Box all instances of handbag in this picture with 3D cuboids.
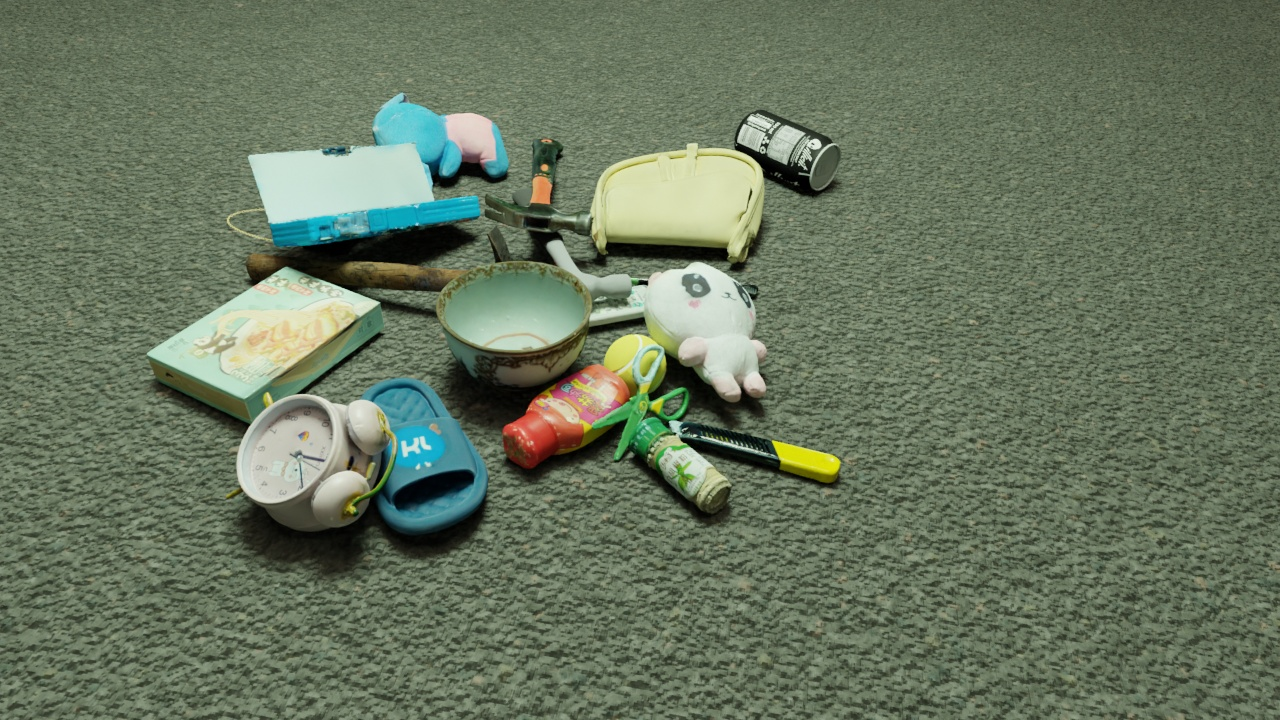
[{"bbox_3d":[0.049,-0.204,1.206,0.233,0.089,0.190,2,42,-2],"label":"handbag"},{"bbox_3d":[-0.448,-0.176,1.182,0.178,0.027,0.083,9,40,10],"label":"handbag"}]

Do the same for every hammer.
[{"bbox_3d":[-0.116,-0.152,1.149,0.125,0.030,0.310,-5,33,-19],"label":"hammer"},{"bbox_3d":[-0.303,-0.105,1.053,0.330,0.120,0.033,5,32,12],"label":"hammer"},{"bbox_3d":[-0.134,-0.247,1.254,0.133,0.033,0.332,3,29,-5],"label":"hammer"}]

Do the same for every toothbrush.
[{"bbox_3d":[0.050,-0.091,1.122,0.188,0.014,0.017,4,47,1],"label":"toothbrush"}]

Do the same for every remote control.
[{"bbox_3d":[-0.044,-0.058,1.067,0.133,0.022,0.050,-11,42,-17],"label":"remote control"}]

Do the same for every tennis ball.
[{"bbox_3d":[-0.006,0.006,0.957,0.065,0.065,0.065,2,39,-2],"label":"tennis ball"}]

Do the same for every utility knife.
[{"bbox_3d":[0.109,0.086,0.903,0.174,0.020,0.028,15,40,12],"label":"utility knife"}]

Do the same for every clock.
[{"bbox_3d":[-0.276,0.087,0.795,0.158,0.059,0.116,5,66,24],"label":"clock"}]

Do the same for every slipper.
[{"bbox_3d":[-0.207,0.078,0.860,0.103,0.059,0.213,-12,40,-21],"label":"slipper"}]

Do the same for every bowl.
[{"bbox_3d":[-0.129,-0.023,0.960,0.160,0.094,0.159,2,39,-2],"label":"bowl"}]

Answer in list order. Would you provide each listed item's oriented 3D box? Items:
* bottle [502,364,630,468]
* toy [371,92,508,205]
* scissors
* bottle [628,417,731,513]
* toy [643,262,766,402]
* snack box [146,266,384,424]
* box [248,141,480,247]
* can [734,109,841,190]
[{"bbox_3d":[-0.075,0.057,0.903,0.071,0.049,0.133,33,48,29],"label":"bottle"},{"bbox_3d":[-0.283,-0.304,1.307,0.191,0.099,0.223,-1,45,-23],"label":"toy"},{"bbox_3d":[-0.003,0.037,0.908,0.130,0.112,0.012,-21,12,-37],"label":"scissors"},{"bbox_3d":[0.037,0.099,0.866,0.042,0.043,0.110,-26,49,-32],"label":"bottle"},{"bbox_3d":[0.074,-0.027,0.982,0.138,0.102,0.179,4,42,-36],"label":"toy"},{"bbox_3d":[-0.393,-0.021,0.978,0.141,0.044,0.193,20,43,22],"label":"snack box"},{"bbox_3d":[-0.328,-0.208,1.111,0.114,0.114,0.242,2,15,40],"label":"box"},{"bbox_3d":[0.215,-0.310,1.350,0.080,0.080,0.146,-31,50,-35],"label":"can"}]
